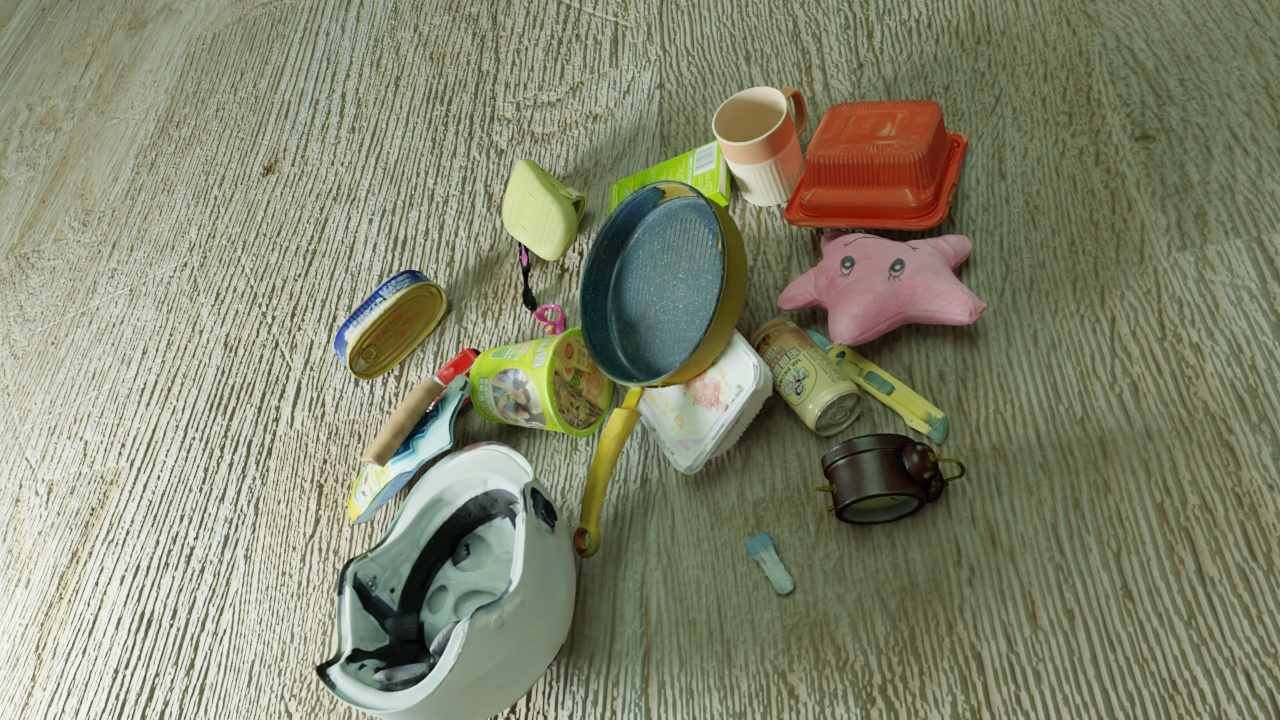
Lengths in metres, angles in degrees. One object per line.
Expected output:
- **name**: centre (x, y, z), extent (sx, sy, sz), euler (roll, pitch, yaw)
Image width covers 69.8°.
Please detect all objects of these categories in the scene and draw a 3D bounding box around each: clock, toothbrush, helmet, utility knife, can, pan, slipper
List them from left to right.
- **can**: centre (-0.305, -0.045, 1.115), extent (0.148, 0.074, 0.049), euler (-47, 49, -10)
- **helmet**: centre (-0.146, 0.210, 0.817), extent (0.229, 0.146, 0.258), euler (-28, 31, 19)
- **toothbrush**: centre (-0.143, -0.127, 1.136), extent (0.014, 0.018, 0.189), euler (-21, 49, 10)
- **slipper**: centre (-0.108, -0.176, 1.114), extent (0.190, 0.081, 0.092), euler (51, 122, 51)
- **pan**: centre (-0.005, 0.005, 0.857), extent (0.198, 0.078, 0.357), euler (1, 82, 48)
- **can**: centre (0.154, 0.014, 0.869), extent (0.058, 0.058, 0.116), euler (-36, 50, -1)
- **utility knife**: centre (0.217, 0.019, 0.869), extent (0.031, 0.020, 0.188), euler (-40, 46, -12)
- **clock**: centre (0.209, 0.098, 0.772), extent (0.122, 0.082, 0.055), euler (-14, 58, 17)

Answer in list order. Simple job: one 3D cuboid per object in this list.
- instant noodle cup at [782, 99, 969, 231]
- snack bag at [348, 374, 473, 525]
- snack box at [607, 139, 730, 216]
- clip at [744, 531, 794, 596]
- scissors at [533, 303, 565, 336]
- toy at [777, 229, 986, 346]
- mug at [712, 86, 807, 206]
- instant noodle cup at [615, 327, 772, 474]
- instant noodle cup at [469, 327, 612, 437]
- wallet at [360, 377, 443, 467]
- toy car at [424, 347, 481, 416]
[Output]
- **instant noodle cup**: centre (0.243, -0.209, 0.945), extent (0.165, 0.079, 0.188), euler (5, 42, 25)
- **snack bag**: centre (-0.239, 0.093, 0.956), extent (0.191, 0.039, 0.110), euler (-41, 17, 32)
- **snack box**: centre (0.031, -0.194, 1.069), extent (0.157, 0.026, 0.085), euler (-17, 51, 29)
- **clip**: centre (0.115, 0.180, 0.802), extent (0.027, 0.045, 0.058), euler (-28, 61, 2)
- **scissors**: centre (-0.090, -0.014, 1.032), extent (0.131, 0.017, 0.133), euler (-42, 55, -9)
- **toy**: centre (0.231, -0.067, 0.873), extent (0.195, 0.075, 0.178), euler (10, 48, 33)
- **mug**: centre (0.144, -0.245, 1.017), extent (0.082, 0.106, 0.114), euler (30, 74, 37)
- **instant noodle cup**: centre (0.055, 0.013, 0.892), extent (0.138, 0.060, 0.173), euler (-57, 45, 22)
- **instant noodle cup**: centre (-0.111, 0.024, 0.962), extent (0.124, 0.111, 0.111), euler (-2, 58, 33)
- **wallet**: centre (-0.251, 0.065, 0.951), extent (0.101, 0.020, 0.115), euler (-55, 16, -17)
- **toy car**: centre (-0.218, 0.035, 1.040), extent (0.120, 0.045, 0.053), euler (-45, 50, -6)
